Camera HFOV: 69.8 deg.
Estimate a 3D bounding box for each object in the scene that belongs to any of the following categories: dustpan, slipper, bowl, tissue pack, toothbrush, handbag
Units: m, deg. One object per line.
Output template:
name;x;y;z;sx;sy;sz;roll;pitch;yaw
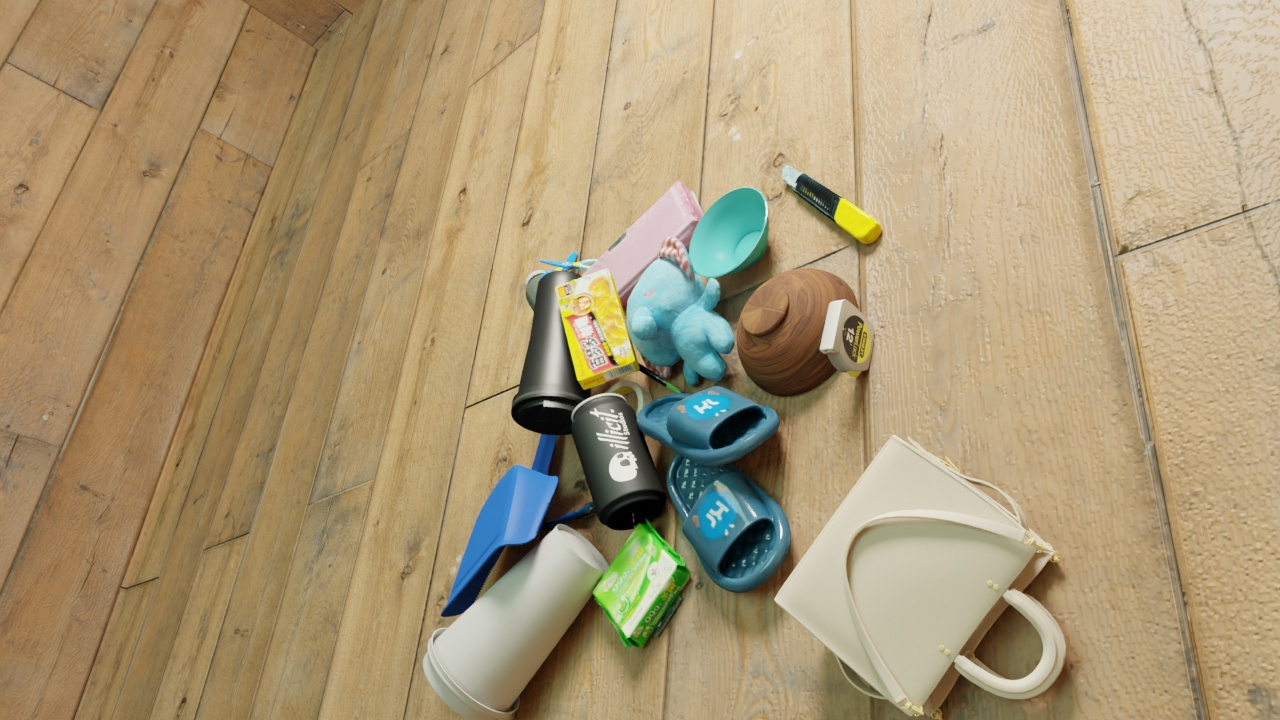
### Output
dustpan;-0.162;0.179;1.176;0.246;0.059;0.256;-51;21;47
slipper;0.069;0.060;0.996;0.103;0.059;0.214;-27;20;-24
bowl;0.152;-0.042;0.982;0.148;0.068;0.147;-29;47;36
tissue pack;0.002;0.245;1.004;0.114;0.034;0.099;-56;35;3
slipper;0.077;0.156;0.951;0.104;0.059;0.213;-55;35;11
bowl;0.119;-0.144;1.108;0.121;0.046;0.121;-29;47;36
toothbrush;-0.007;0.007;1.135;0.188;0.014;0.017;33;65;33
handbag;0.236;0.188;0.725;0.198;0.101;0.195;39;99;41

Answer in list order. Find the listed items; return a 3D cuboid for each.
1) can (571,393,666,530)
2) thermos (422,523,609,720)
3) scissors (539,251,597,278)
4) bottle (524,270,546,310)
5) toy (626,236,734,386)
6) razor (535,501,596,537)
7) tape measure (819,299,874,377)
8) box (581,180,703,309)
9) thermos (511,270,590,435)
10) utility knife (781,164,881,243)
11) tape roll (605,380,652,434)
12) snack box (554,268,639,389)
can;-0.028;0.117;1.063;0.080;0.080;0.146;-40;52;26
thermos;-0.138;0.300;1.068;0.222;0.131;0.131;-49;37;3
scissors;-0.104;-0.142;1.365;0.125;0.016;0.125;-2;28;11
bottle;-0.137;-0.093;1.368;0.060;0.060;0.108;-52;37;12
toy;0.039;-0.040;1.078;0.180;0.114;0.184;50;135;48
razor;-0.104;0.205;1.167;0.141;0.018;0.043;-24;27;36
tape measure;0.205;-0.021;0.908;0.017;0.065;0.064;-8;58;47
box;-0.004;-0.137;1.263;0.233;0.041;0.098;-43;47;25
thermos;-0.109;-0.011;1.211;0.106;0.105;0.218;-27;48;38
utility knife;0.211;-0.184;1.048;0.029;0.020;0.197;-50;39;12
tape roll;-0.024;0.071;1.159;0.094;0.019;0.093;-29;47;36
snack box;-0.056;-0.041;1.153;0.075;0.025;0.152;-19;57;5
